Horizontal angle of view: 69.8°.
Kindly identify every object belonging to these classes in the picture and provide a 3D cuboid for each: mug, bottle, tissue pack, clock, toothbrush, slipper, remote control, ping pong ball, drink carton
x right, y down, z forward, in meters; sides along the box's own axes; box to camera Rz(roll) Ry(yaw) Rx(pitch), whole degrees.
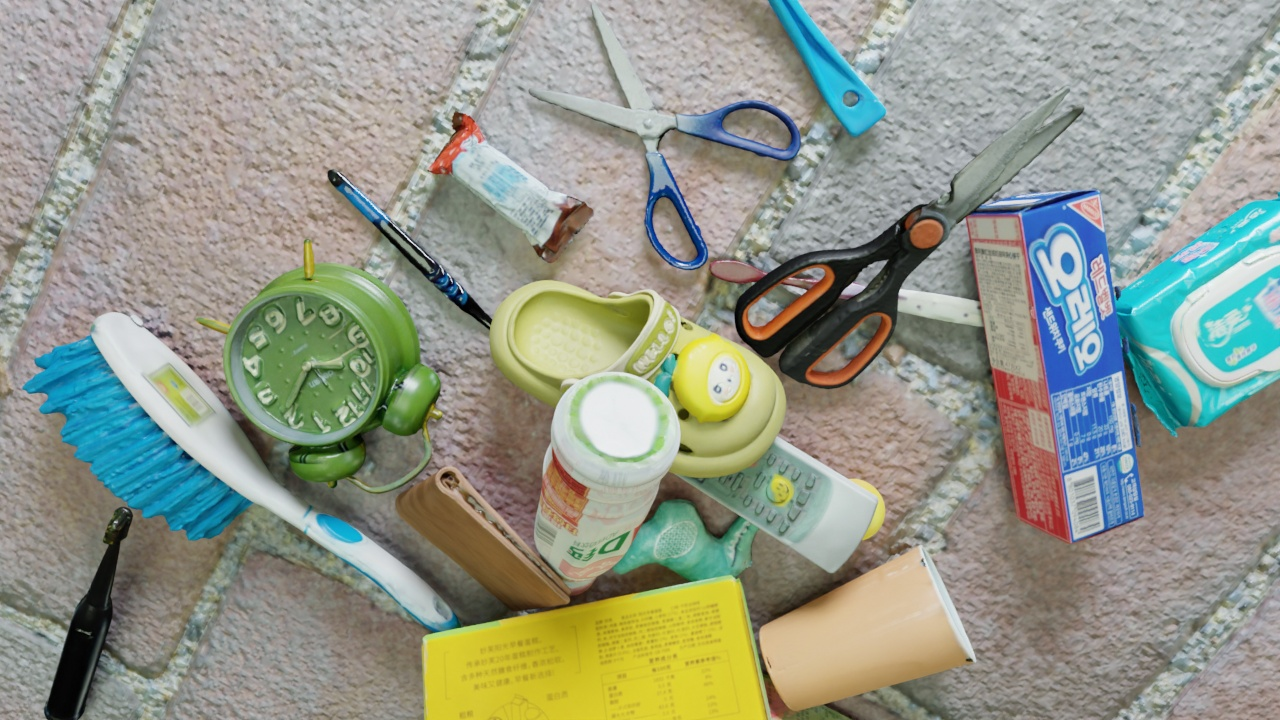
[{"bbox_3d":[0.145,0.181,0.603,0.123,0.078,0.078,-27,100,14],"label":"mug"},{"bbox_3d":[-0.029,0.086,0.547,0.068,0.068,0.197,17,143,-1],"label":"bottle"},{"bbox_3d":[0.350,-0.026,0.549,0.133,0.050,0.093,-37,100,11],"label":"tissue pack"},{"bbox_3d":[-0.196,0.013,0.589,0.116,0.056,0.161,-33,100,11],"label":"clock"},{"bbox_3d":[-0.377,0.178,0.629,0.026,0.027,0.213,26,118,-9],"label":"toothbrush"},{"bbox_3d":[0.135,-0.043,0.577,0.187,0.017,0.016,9,100,-1],"label":"toothbrush"},{"bbox_3d":[-0.003,0.003,0.549,0.190,0.082,0.091,23,71,5],"label":"slipper"},{"bbox_3d":[0.081,0.077,0.584,0.135,0.019,0.056,32,103,17],"label":"remote control"},{"bbox_3d":[0.138,0.097,0.597,0.040,0.040,0.040,1,103,3],"label":"ping pong ball"},{"bbox_3d":[-0.130,-0.055,0.590,0.189,0.016,0.014,45,97,-6],"label":"toothbrush"},{"bbox_3d":[0.102,0.258,0.635,0.122,0.045,0.054,28,112,-2],"label":"drink carton"}]

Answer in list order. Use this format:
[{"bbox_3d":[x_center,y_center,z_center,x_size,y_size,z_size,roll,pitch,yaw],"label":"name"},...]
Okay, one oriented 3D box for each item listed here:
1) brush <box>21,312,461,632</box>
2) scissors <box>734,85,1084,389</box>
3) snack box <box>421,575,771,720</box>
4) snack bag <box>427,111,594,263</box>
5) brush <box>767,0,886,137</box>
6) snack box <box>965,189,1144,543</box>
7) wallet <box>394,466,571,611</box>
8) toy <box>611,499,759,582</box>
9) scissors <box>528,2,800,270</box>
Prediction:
[{"bbox_3d":[-0.257,0.094,0.609,0.110,0.060,0.314,-34,102,17],"label":"brush"},{"bbox_3d":[0.164,-0.061,0.538,0.235,0.021,0.148,-23,123,18],"label":"scissors"},{"bbox_3d":[-0.024,0.234,0.568,0.210,0.070,0.157,-12,59,4],"label":"snack box"},{"bbox_3d":[-0.082,-0.107,0.568,0.105,0.026,0.045,37,94,-6],"label":"snack bag"},{"bbox_3d":[0.062,-0.239,0.525,0.083,0.046,0.254,-36,103,7],"label":"brush"},{"bbox_3d":[0.250,0.002,0.552,0.057,0.058,0.207,-17,103,-10],"label":"snack box"},{"bbox_3d":[-0.104,0.120,0.595,0.115,0.101,0.020,46,59,-10],"label":"wallet"},{"bbox_3d":[0.041,0.122,0.611,0.092,0.030,0.096,38,96,-25],"label":"toy"},{"bbox_3d":[0.016,-0.135,0.563,0.162,0.012,0.174,-5,102,6],"label":"scissors"}]
